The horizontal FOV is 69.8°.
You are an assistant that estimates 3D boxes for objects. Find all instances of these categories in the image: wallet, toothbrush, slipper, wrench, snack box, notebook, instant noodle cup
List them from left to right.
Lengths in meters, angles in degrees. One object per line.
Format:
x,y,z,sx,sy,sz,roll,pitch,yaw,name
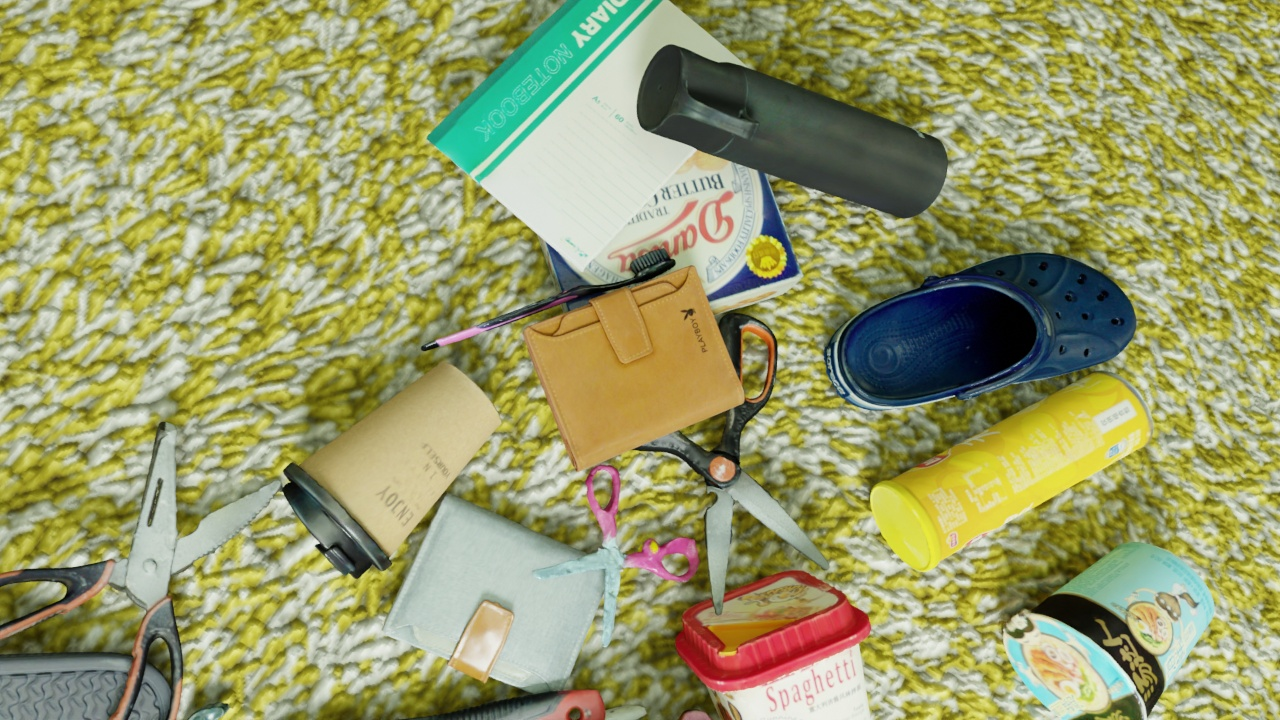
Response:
-0.425,0.229,0.541,0.267,0.083,0.110,3,76,-29,slipper
-0.159,0.245,0.602,0.273,0.016,0.056,-2,90,-6,wrench
-0.097,0.164,0.629,0.129,0.037,0.106,25,75,-6,wallet
-0.085,0.264,0.623,0.187,0.016,0.017,-11,90,-12,toothbrush
-0.063,-0.042,0.641,0.189,0.014,0.017,-20,73,-11,toothbrush
-0.031,-0.186,0.675,0.150,0.012,0.208,40,75,2,notebook
-0.004,0.004,0.637,0.131,0.031,0.108,-21,92,-14,wallet
0.010,-0.116,0.697,0.177,0.046,0.182,-18,82,-12,snack box
0.098,0.223,0.621,0.116,0.117,0.124,-18,95,-13,instant noodle cup
0.266,-0.028,0.704,0.252,0.095,0.105,-13,85,-9,slipper
0.350,0.196,0.675,0.120,0.111,0.111,-33,87,-22,instant noodle cup

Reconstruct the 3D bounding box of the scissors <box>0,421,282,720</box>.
-0.316,0.149,0.572,0.222,0.015,0.189,-29,93,-34,scissors

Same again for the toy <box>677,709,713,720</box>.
0.036,0.333,0.585,0.140,0.130,0.199,-27,77,11,toy

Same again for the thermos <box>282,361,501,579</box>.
-0.164,0.070,0.612,0.093,0.093,0.143,45,68,0,thermos

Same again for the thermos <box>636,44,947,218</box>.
0.119,-0.157,0.664,0.242,0.090,0.069,9,121,-30,thermos

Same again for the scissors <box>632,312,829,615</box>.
0.052,0.058,0.663,0.221,0.022,0.231,25,66,5,scissors

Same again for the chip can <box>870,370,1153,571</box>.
0.281,0.080,0.696,0.213,0.072,0.072,-25,85,-14,chip can

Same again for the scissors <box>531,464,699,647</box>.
-0.018,0.131,0.643,0.133,0.017,0.134,-4,67,-33,scissors
